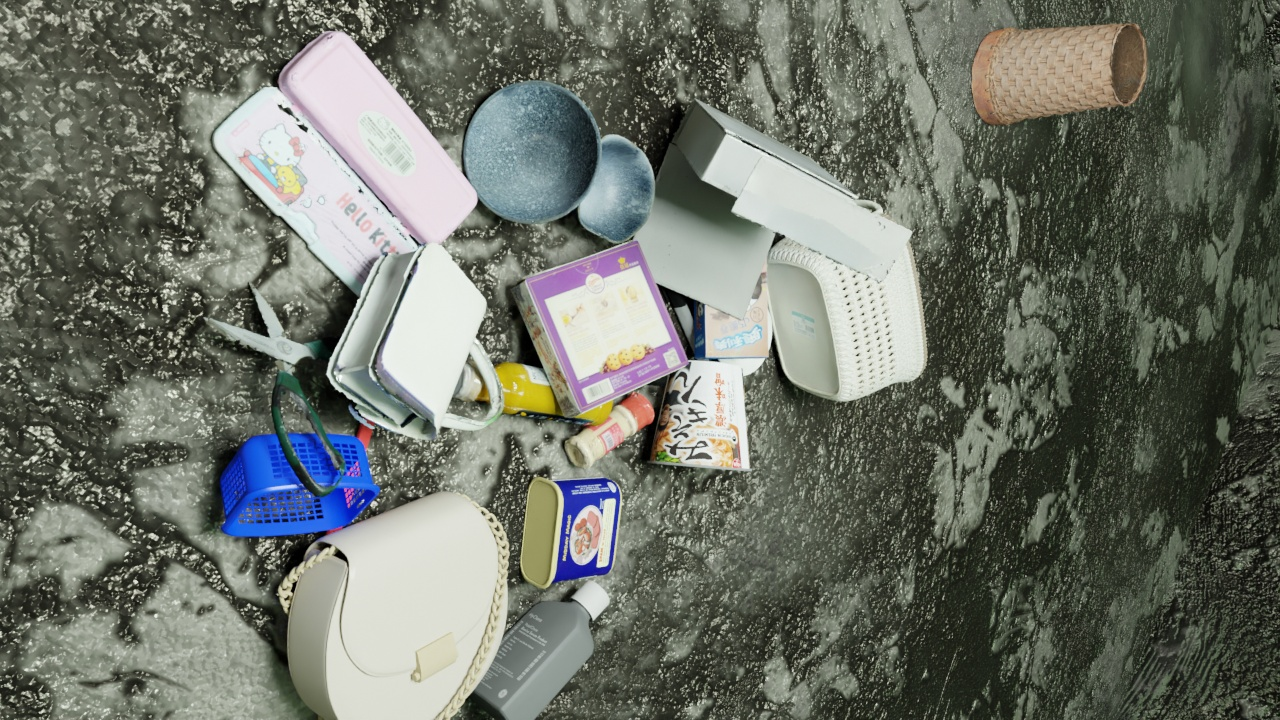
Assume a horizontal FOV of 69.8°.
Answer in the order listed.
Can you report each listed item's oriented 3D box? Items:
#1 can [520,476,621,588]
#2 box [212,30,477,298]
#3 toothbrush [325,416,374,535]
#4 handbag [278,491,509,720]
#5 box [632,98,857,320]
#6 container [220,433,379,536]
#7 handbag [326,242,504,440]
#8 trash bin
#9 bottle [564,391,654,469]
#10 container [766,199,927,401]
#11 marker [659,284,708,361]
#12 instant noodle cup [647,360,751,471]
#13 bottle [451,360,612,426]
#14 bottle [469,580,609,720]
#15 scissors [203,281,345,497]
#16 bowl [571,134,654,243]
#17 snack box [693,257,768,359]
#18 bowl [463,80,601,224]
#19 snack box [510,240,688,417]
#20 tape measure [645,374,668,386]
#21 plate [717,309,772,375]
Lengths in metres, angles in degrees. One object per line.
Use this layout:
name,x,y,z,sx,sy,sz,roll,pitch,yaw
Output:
can,-0.075,0.186,1.014,0.092,0.057,0.116,3,96,-43
box,-0.250,-0.166,0.808,0.152,0.038,0.201,-53,127,-20
toothbrush,-0.276,0.121,0.855,0.012,0.018,0.212,22,80,-42
handbag,-0.227,0.241,0.869,0.210,0.103,0.209,-18,111,-50
box,0.058,-0.124,1.102,0.167,0.424,0.173,23,45,-18
container,-0.293,0.103,0.781,0.114,0.096,0.058,5,55,-43
handbag,-0.187,0.003,0.824,0.176,0.074,0.151,50,42,-43
trash bin,0.650,-0.450,1.431,0.151,0.210,0.151,-8,103,-40
bottle,-0.034,0.079,1.039,0.108,0.044,0.044,-35,119,-31
container,0.259,-0.067,1.186,0.142,0.185,0.246,-26,114,-25
marker,0.054,-0.047,1.113,0.022,0.016,0.139,-25,119,-1
instant noodle cup,0.074,0.066,1.090,0.123,0.124,0.121,10,82,-42
bottle,-0.113,0.033,0.953,0.186,0.053,0.053,12,90,-42
bottle,-0.103,0.311,0.995,0.173,0.084,0.046,-42,123,-29
scissors,-0.272,0.029,0.770,0.201,0.015,0.202,26,40,-45
bowl,-0.040,-0.181,0.977,0.110,0.055,0.110,-8,103,-40
snack box,0.109,-0.077,1.111,0.087,0.034,0.151,0,89,-23
bowl,-0.101,-0.200,0.906,0.057,0.137,0.137,-14,112,-82
snack box,-0.040,-0.035,0.954,0.143,0.041,0.148,-23,91,-30
tape measure,-0.006,0.006,1.037,0.061,0.061,0.034,24,83,-57
plate,0.124,-0.033,1.169,0.104,0.026,0.104,-10,105,-40
